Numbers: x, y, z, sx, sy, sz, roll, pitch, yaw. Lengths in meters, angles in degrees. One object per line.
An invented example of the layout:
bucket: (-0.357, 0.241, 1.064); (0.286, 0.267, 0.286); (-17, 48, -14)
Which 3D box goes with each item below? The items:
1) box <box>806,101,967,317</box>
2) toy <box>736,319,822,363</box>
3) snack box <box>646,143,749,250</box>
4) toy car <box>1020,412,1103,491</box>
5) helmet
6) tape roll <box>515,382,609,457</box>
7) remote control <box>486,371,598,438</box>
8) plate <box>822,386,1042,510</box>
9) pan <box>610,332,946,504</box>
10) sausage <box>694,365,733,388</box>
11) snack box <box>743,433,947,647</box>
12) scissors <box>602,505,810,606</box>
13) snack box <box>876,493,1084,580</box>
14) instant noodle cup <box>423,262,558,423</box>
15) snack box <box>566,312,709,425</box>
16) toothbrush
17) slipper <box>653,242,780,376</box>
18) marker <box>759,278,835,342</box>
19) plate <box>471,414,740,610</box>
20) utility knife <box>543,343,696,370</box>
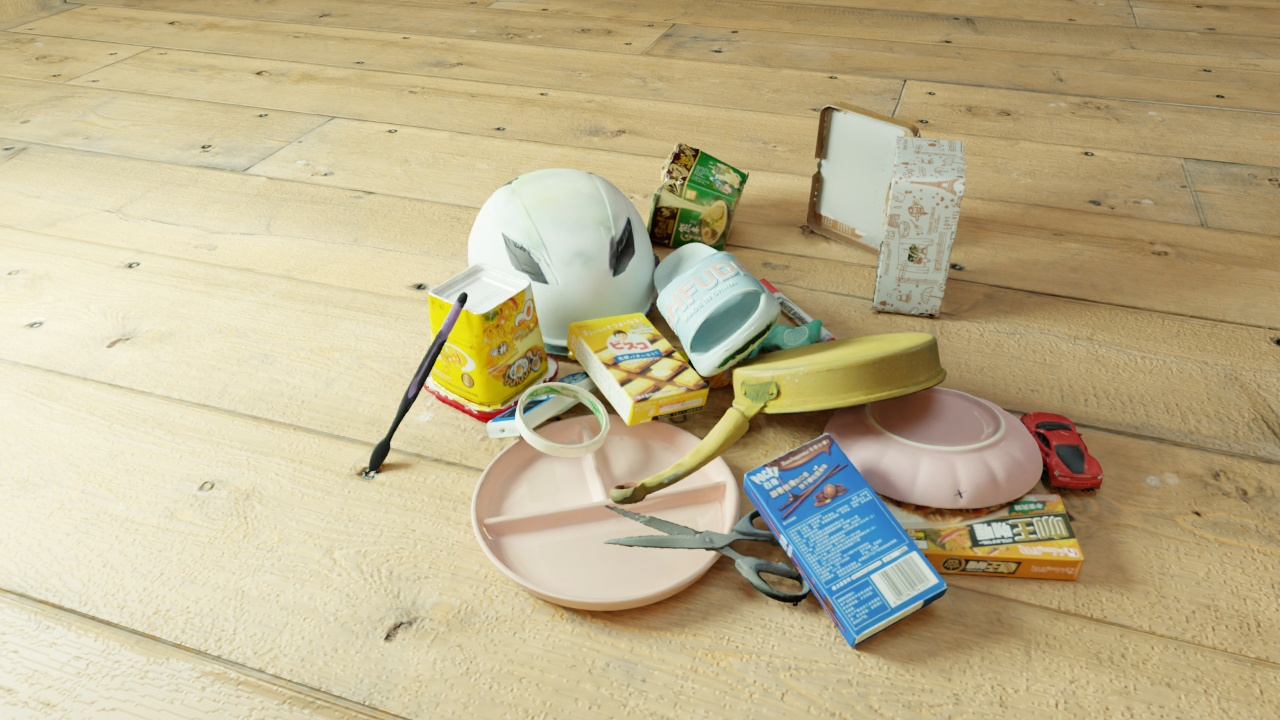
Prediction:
box: (0.300, -0.187, 1.098); (0.136, 0.180, 0.269); (-10, 38, -13)
toy: (0.144, -0.019, 0.997); (0.092, 0.030, 0.096); (11, 44, 24)
snack box: (0.076, -0.205, 1.204); (0.105, 0.118, 0.118); (18, 41, 6)
toy car: (0.386, 0.080, 0.847); (0.049, 0.031, 0.106); (1, 33, 1)
helmet: (-0.090, -0.138, 1.058); (0.229, 0.146, 0.258); (-10, 33, -11)
tape roll: (-0.072, 0.054, 0.841); (0.085, 0.014, 0.085); (12, 39, -10)
remote control: (-0.091, 0.043, 0.897); (0.049, 0.024, 0.124); (-10, 15, 43)
plate: (0.264, 0.066, 0.833); (0.192, 0.039, 0.192); (-1, 25, 0)
pan: (0.119, 0.044, 0.820); (0.356, 0.078, 0.198); (-13, 5, -32)
sausage: (0.066, 0.019, 0.947); (0.165, 0.021, 0.021); (-7, 36, -8)
snack box: (0.158, 0.138, 0.727); (0.084, 0.026, 0.157); (-24, 57, -14)
scissors: (0.059, 0.143, 0.731); (0.164, 0.014, 0.163); (40, 43, 18)
snack box: (0.277, 0.142, 0.764); (0.154, 0.026, 0.075); (2, 36, 4)
instant noodle cup: (-0.155, -0.021, 0.922); (0.116, 0.124, 0.115); (23, 42, 29)
snack box: (-0.005, 0.005, 0.909); (0.086, 0.034, 0.140); (-9, 37, -29)
toothbrush: (-0.207, 0.019, 0.856); (0.014, 0.189, 0.017); (28, 1, -14)
slipper: (0.065, -0.071, 0.941); (0.104, 0.074, 0.245); (-36, 30, 4)
marker: (0.177, -0.055, 1.055); (0.017, 0.017, 0.145); (-16, 38, -21)
plate: (-0.029, 0.126, 0.794); (0.229, 0.028, 0.229); (0, 35, 0)
utility knife: (-0.041, -0.007, 0.992); (0.223, 0.015, 0.033); (6, 28, 11)
